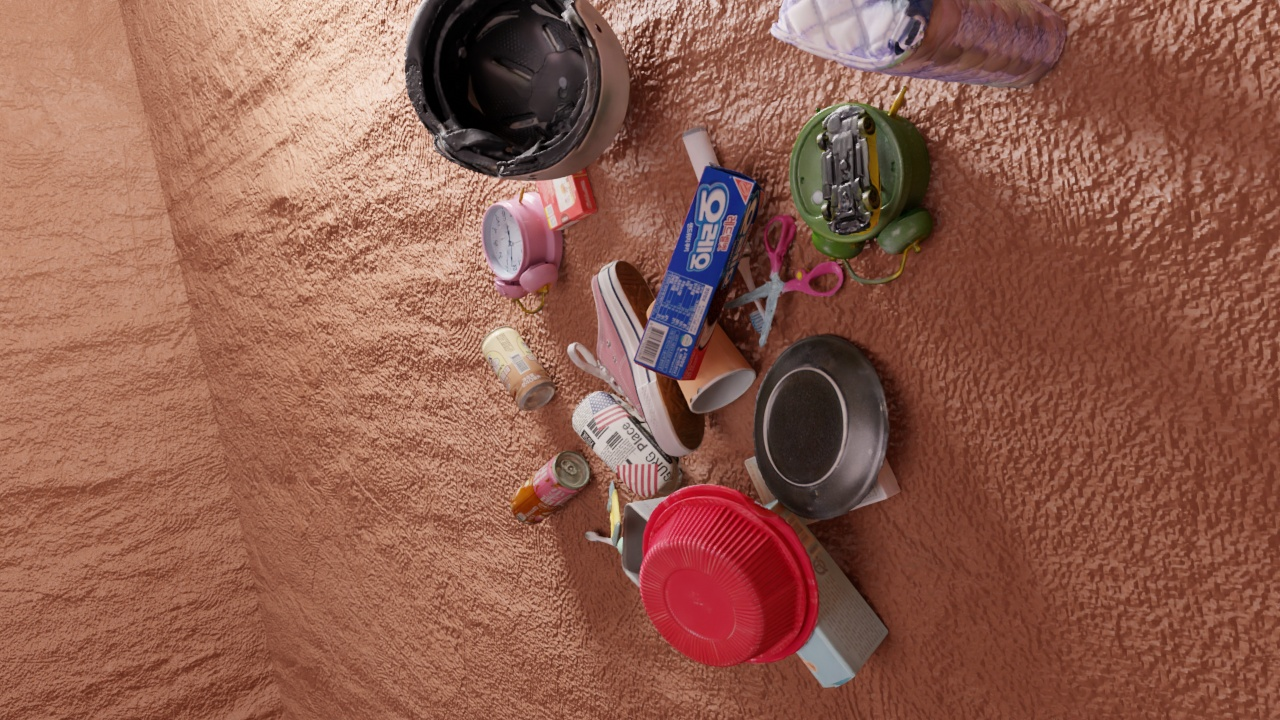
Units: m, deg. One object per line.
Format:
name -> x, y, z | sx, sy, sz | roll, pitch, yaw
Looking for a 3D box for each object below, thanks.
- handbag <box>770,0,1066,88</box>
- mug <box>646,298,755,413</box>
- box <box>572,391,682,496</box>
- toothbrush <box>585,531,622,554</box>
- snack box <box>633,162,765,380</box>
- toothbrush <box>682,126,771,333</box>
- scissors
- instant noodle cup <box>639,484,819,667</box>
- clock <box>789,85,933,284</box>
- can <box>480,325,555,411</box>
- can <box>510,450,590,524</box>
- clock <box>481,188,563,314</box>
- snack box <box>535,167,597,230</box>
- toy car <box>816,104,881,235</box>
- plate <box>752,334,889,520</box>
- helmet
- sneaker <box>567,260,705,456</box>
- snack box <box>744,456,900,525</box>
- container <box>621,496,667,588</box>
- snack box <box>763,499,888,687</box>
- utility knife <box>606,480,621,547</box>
handbag -> 0.196, -0.241, 0.647 | 0.134, 0.193, 0.076 | 38, 125, 37
mug -> 0.059, -0.014, 0.979 | 0.122, 0.078, 0.078 | 60, 138, 25
box -> -0.022, 0.098, 1.100 | 0.163, 0.083, 0.075 | 46, 126, 34
toothbrush -> 0.000, 0.240, 1.163 | 0.225, 0.027, 0.026 | 2, 68, 49
snack box -> 0.058, -0.084, 0.900 | 0.057, 0.058, 0.207 | 22, 96, 18
toothbrush -> 0.091, -0.133, 0.936 | 0.027, 0.026, 0.221 | 81, 170, -85
scissors -> 0.133, -0.081, 0.894 | 0.134, 0.017, 0.130 | -20, 81, 36
instant noodle cup -> 0.069, 0.217, 0.875 | 0.194, 0.065, 0.194 | 12, 113, 31
clock -> 0.192, -0.145, 0.790 | 0.116, 0.056, 0.161 | 1, 103, 50
can -> -0.169, 0.011, 1.263 | 0.116, 0.058, 0.059 | 52, 135, 26
can -> -0.126, 0.177, 1.266 | 0.148, 0.057, 0.058 | -43, 69, 47
clock -> -0.153, -0.139, 1.196 | 0.117, 0.059, 0.158 | -5, 100, 51
snack box -> -0.103, -0.244, 1.130 | 0.075, 0.025, 0.153 | -18, 88, 50
toy car -> 0.173, -0.153, 0.742 | 0.048, 0.032, 0.105 | -9, 84, 50
plate -> 0.162, 0.063, 0.878 | 0.180, 0.024, 0.179 | -12, 76, 53
helmet -> -0.118, -0.309, 1.017 | 0.274, 0.156, 0.230 | 33, 107, 32
sneaker -> -0.006, 0.006, 1.035 | 0.088, 0.118, 0.241 | -35, 68, 31
snack box -> 0.177, 0.114, 0.914 | 0.157, 0.026, 0.084 | -33, 77, 49
container -> 0.051, 0.201, 1.013 | 0.090, 0.114, 0.090 | 34, 126, 53
snack box -> 0.160, 0.228, 0.907 | 0.175, 0.074, 0.052 | 52, 137, 8
utility knife -> -0.030, 0.176, 1.097 | 0.220, 0.022, 0.031 | -80, 6, -84
